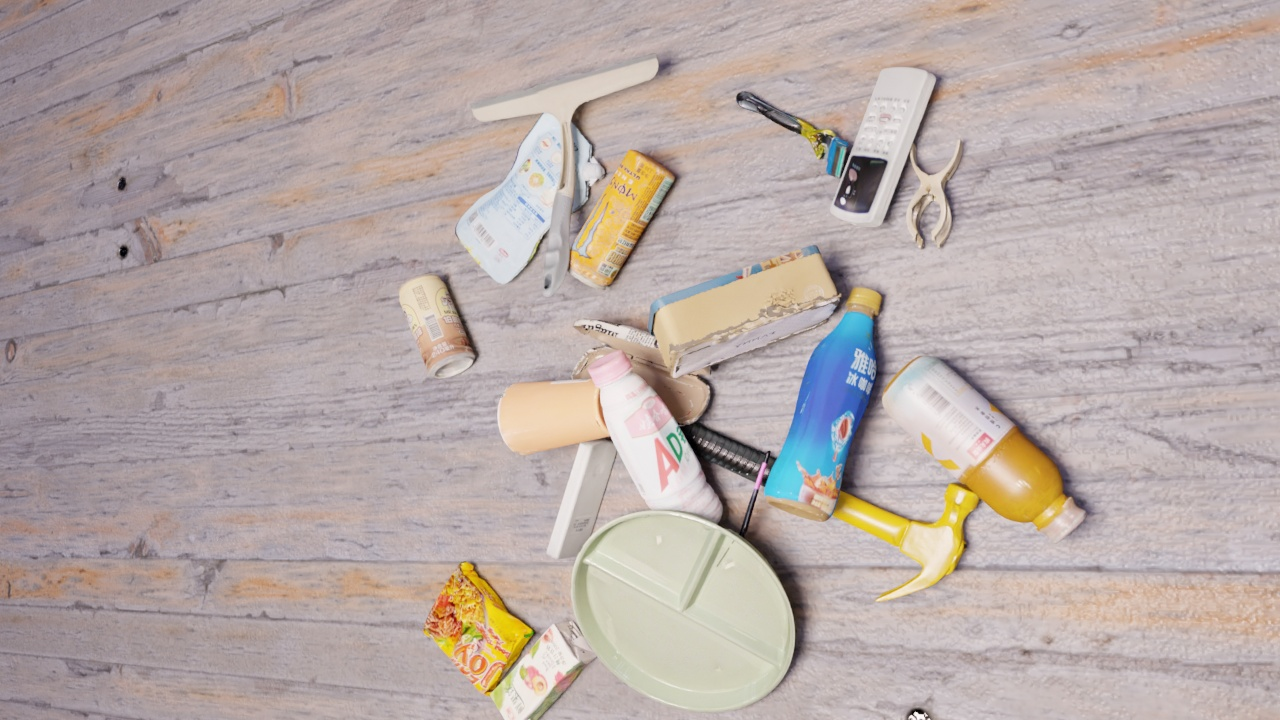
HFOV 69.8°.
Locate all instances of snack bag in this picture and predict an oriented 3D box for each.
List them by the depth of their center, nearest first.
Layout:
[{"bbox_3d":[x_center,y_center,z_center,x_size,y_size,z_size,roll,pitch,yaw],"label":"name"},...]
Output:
[{"bbox_3d":[-0.128,-0.187,1.053,0.191,0.038,0.110,-45,66,16],"label":"snack bag"}]

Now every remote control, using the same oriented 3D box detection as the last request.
[{"bbox_3d":[0.225,-0.200,0.860,0.058,0.021,0.150,28,101,52],"label":"remote control"},{"bbox_3d":[-0.062,0.148,0.991,0.019,0.056,0.135,21,98,30],"label":"remote control"}]

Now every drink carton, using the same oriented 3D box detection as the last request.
[{"bbox_3d":[-0.107,0.347,1.011,0.123,0.045,0.053,-51,61,16],"label":"drink carton"}]

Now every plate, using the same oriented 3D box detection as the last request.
[{"bbox_3d":[0.040,0.245,0.904,0.230,0.027,0.230,8,113,20],"label":"plate"}]

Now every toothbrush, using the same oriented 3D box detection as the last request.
[{"bbox_3d":[0.102,0.170,0.899,0.018,0.014,0.189,22,115,16],"label":"toothbrush"}]

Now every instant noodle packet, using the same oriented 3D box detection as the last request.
[{"bbox_3d":[-0.189,0.315,1.060,0.128,0.044,0.111,39,109,24],"label":"instant noodle packet"}]

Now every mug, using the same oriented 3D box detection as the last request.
[{"bbox_3d":[-0.077,0.054,0.953,0.123,0.078,0.078,-10,83,33],"label":"mug"}]

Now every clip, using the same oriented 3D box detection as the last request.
[{"bbox_3d":[0.268,-0.153,0.841,0.072,0.034,0.100,2,80,29],"label":"clip"}]

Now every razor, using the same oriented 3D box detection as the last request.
[{"bbox_3d":[0.151,-0.233,0.914,0.143,0.022,0.043,40,149,27],"label":"razor"}]

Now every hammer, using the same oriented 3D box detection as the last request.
[{"bbox_3d":[0.161,0.126,0.884,0.301,0.032,0.129,23,98,27],"label":"hammer"}]

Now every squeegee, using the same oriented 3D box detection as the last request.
[{"bbox_3d":[-0.085,-0.184,0.990,0.247,0.039,0.246,-5,76,30],"label":"squeegee"}]

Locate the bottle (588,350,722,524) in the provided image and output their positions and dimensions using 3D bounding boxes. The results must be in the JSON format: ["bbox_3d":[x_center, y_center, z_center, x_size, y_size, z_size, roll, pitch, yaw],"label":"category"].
[{"bbox_3d":[0.011,0.084,0.902,0.068,0.068,0.197,-22,105,26],"label":"bottle"}]

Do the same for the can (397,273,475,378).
[{"bbox_3d":[-0.244,-0.041,1.096,0.059,0.058,0.116,-32,73,23],"label":"can"}]

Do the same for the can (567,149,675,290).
[{"bbox_3d":[-0.024,-0.150,0.982,0.058,0.058,0.146,39,105,24],"label":"can"}]

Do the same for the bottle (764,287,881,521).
[{"bbox_3d":[0.176,0.036,0.844,0.065,0.065,0.218,14,77,28],"label":"bottle"}]

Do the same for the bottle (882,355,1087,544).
[{"bbox_3d":[0.296,0.077,0.793,0.189,0.068,0.068,46,108,22],"label":"bottle"}]

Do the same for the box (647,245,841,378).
[{"bbox_3d":[0.090,-0.042,0.860,0.184,0.090,0.062,-17,75,-9],"label":"box"}]

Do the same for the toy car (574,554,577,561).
[{"bbox_3d":[0.001,0.220,0.960,0.158,0.042,0.070,-7,85,27],"label":"toy car"}]

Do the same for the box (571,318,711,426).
[{"bbox_3d":[-0.006,0.005,0.950,0.162,0.086,0.075,19,59,33],"label":"box"}]
